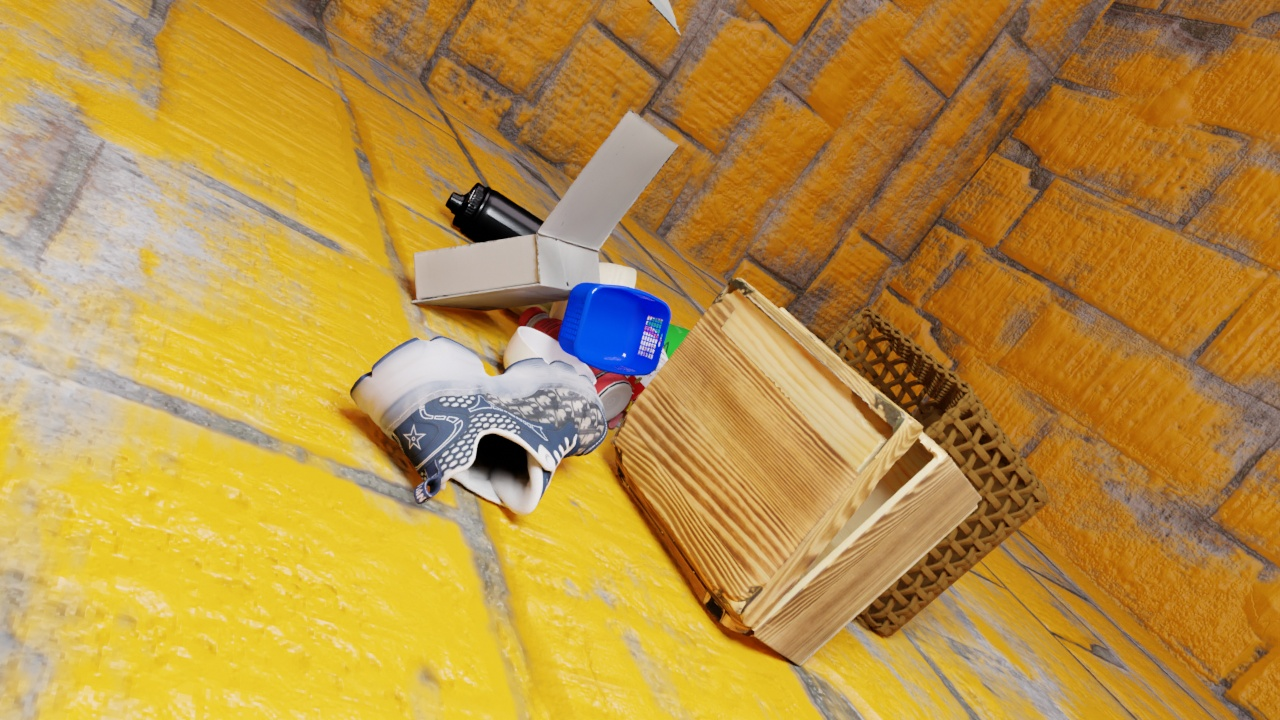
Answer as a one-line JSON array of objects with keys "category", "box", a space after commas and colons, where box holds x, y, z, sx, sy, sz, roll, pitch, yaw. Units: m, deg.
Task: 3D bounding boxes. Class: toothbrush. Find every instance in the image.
[{"category": "toothbrush", "box": [-0.021, 0.060, 1.162, 0.015, 0.016, 0.184, 30, 14, 2]}]

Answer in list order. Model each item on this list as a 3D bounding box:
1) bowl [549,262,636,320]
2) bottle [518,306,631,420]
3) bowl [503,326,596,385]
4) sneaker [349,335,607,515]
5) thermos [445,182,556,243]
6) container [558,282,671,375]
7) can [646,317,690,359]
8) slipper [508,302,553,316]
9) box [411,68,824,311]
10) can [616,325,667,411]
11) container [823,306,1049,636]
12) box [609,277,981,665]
[{"category": "bowl", "box": [-0.072, -0.067, 1.193, 0.075, 0.151, 0.150, 25, 15, -13]}, {"category": "bottle", "box": [-0.086, -0.003, 1.103, 0.176, 0.062, 0.062, 44, 15, 31]}, {"category": "bowl", "box": [-0.105, 0.014, 1.009, 0.105, 0.054, 0.104, 35, 10, -8]}, {"category": "sneaker", "box": [-0.105, 0.071, 0.756, 0.269, 0.103, 0.132, 17, 38, -56]}, {"category": "thermos", "box": [-0.211, -0.207, 1.454, 0.198, 0.086, 0.086, 31, 14, -22]}, {"category": "container", "box": [-0.032, -0.037, 1.030, 0.114, 0.096, 0.058, 13, 4, -35]}, {"category": "can", "box": [0.052, -0.002, 1.276, 0.140, 0.088, 0.087, 19, 7, 17]}, {"category": "slipper", "box": [-0.147, -0.107, 1.283, 0.091, 0.082, 0.190, 35, 10, -20]}, {"category": "box", "box": [-0.025, -0.169, 1.011, 0.119, 0.480, 0.166, 64, 18, 9]}, {"category": "can", "box": [-0.007, 0.007, 1.169, 0.086, 0.087, 0.116, 33, 13, -16]}, {"category": "container", "box": [0.276, 0.129, 1.072, 0.214, 0.252, 0.219, 43, 7, -33]}, {"category": "box", "box": [0.124, 0.101, 0.885, 0.168, 0.245, 0.279, 38, 9, -41]}]
